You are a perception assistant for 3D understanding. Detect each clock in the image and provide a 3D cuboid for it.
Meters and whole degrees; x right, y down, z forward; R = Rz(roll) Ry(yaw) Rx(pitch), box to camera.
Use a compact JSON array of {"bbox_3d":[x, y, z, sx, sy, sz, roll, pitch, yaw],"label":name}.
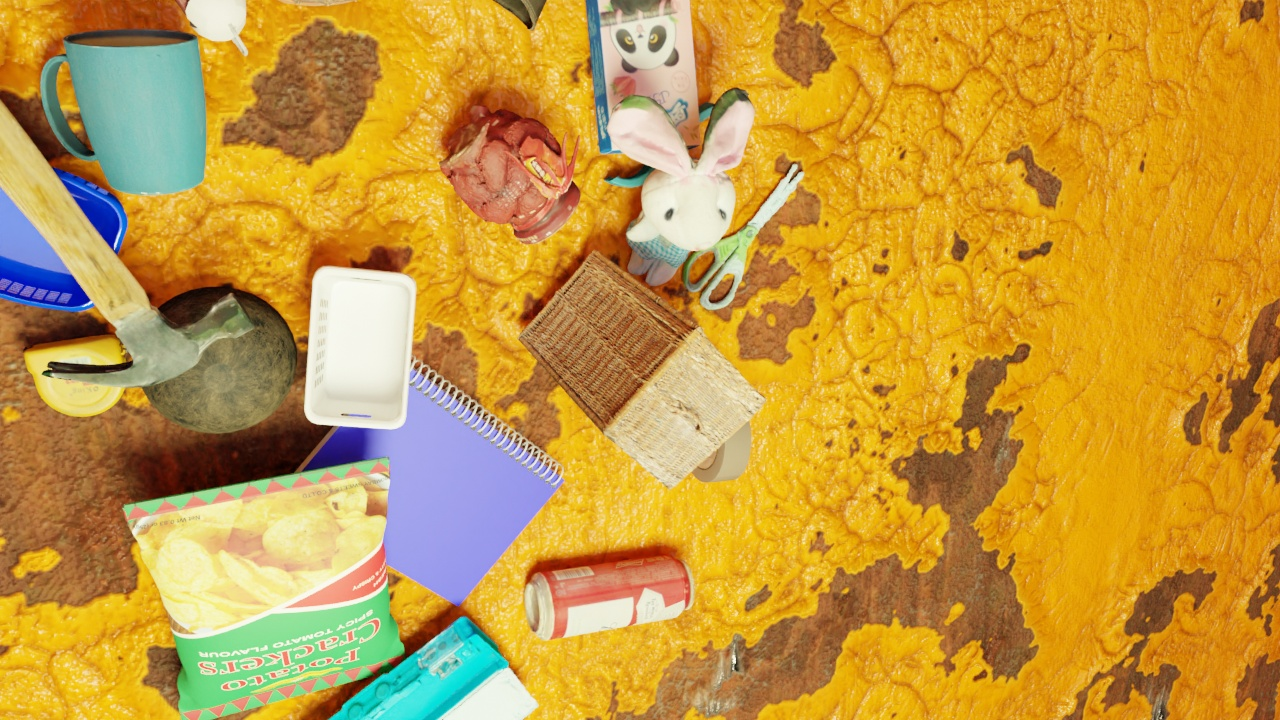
[{"bbox_3d":[-0.311,-0.271,0.637,0.044,0.087,0.124,-36,114,-12],"label":"clock"}]

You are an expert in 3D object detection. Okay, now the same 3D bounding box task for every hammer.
[{"bbox_3d":[-0.409,-0.123,0.603,0.132,0.033,0.331,-32,116,-12],"label":"hammer"}]

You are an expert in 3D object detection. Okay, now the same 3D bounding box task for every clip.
[{"bbox_3d":[0.022,-0.182,0.857,0.126,0.028,0.113,-8,104,-21],"label":"clip"}]

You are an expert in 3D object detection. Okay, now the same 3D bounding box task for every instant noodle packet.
[{"bbox_3d":[-0.306,0.202,0.784,0.195,0.090,0.253,-9,124,-22],"label":"instant noodle packet"}]

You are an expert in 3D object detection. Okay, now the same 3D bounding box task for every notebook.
[{"bbox_3d":[-0.194,0.114,0.854,0.209,0.022,0.171,41,88,-29],"label":"notebook"}]

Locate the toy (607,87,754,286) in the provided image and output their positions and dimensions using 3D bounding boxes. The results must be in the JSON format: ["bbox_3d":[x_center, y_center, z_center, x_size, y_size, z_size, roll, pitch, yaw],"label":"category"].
[{"bbox_3d":[0.028,-0.126,0.804,0.131,0.105,0.206,-6,147,-19],"label":"toy"}]

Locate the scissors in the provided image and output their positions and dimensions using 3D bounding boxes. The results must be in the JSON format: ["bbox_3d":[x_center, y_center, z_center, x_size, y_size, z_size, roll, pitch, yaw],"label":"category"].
[{"bbox_3d":[0.107,-0.131,0.920,0.072,0.033,0.175,39,84,-27],"label":"scissors"}]

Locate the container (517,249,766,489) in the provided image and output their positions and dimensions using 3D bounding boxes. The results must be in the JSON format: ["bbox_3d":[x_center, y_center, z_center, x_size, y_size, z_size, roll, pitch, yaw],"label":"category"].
[{"bbox_3d":[-0.005,0.005,0.806,0.112,0.198,0.114,-46,131,-1],"label":"container"}]

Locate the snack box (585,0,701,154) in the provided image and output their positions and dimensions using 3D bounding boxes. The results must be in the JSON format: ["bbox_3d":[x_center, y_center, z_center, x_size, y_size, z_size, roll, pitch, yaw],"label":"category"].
[{"bbox_3d":[0.002,-0.261,0.803,0.087,0.033,0.154,-9,100,-20],"label":"snack box"}]

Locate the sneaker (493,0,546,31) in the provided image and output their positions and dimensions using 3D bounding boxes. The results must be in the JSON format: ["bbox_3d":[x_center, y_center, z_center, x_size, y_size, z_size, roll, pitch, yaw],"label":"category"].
[{"bbox_3d":[-0.130,-0.369,0.690,0.234,0.095,0.120,38,86,-37],"label":"sneaker"}]

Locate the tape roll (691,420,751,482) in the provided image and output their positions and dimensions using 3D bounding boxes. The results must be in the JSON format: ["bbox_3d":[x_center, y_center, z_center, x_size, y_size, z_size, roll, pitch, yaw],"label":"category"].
[{"bbox_3d":[0.075,0.075,0.925,0.030,0.094,0.094,-2,107,-25],"label":"tape roll"}]

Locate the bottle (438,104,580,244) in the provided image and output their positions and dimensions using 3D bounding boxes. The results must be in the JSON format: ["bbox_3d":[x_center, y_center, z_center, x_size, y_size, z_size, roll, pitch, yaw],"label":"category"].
[{"bbox_3d":[-0.104,-0.159,0.765,0.099,0.099,0.111,-48,124,-5],"label":"bottle"}]

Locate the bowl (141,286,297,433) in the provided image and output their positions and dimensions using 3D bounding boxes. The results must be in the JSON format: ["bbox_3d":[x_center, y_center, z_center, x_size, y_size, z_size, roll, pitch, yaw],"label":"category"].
[{"bbox_3d":[-0.336,0.006,0.731,0.121,0.056,0.121,-8,109,-23],"label":"bowl"}]

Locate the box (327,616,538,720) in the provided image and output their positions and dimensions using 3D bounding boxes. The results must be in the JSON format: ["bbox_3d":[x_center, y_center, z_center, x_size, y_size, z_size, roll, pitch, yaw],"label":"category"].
[{"bbox_3d":[-0.220,0.372,0.899,0.227,0.074,0.181,-37,118,-10],"label":"box"}]

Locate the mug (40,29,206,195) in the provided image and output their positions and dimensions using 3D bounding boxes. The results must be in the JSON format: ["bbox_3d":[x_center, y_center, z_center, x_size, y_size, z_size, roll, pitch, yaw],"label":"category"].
[{"bbox_3d":[-0.366,-0.177,0.653,0.112,0.084,0.104,4,117,3],"label":"mug"}]

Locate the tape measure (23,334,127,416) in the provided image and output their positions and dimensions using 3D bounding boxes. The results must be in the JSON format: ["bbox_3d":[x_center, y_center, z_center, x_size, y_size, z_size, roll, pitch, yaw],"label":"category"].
[{"bbox_3d":[-0.427,0.012,0.705,0.068,0.030,0.059,-11,111,-19],"label":"tape measure"}]

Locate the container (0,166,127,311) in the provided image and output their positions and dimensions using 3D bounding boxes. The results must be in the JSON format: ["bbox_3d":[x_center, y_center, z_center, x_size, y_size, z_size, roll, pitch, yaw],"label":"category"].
[{"bbox_3d":[-0.434,-0.094,0.652,0.114,0.058,0.096,20,97,-29],"label":"container"}]

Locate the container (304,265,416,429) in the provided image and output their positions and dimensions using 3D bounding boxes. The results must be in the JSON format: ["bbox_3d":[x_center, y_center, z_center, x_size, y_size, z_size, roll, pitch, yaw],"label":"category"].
[{"bbox_3d":[-0.231,-0.012,0.764,0.080,0.049,0.129,5,96,-10],"label":"container"}]

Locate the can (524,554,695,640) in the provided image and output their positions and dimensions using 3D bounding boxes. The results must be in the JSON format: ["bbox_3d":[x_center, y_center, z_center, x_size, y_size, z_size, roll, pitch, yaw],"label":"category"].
[{"bbox_3d":[-0.031,0.242,0.944,0.170,0.067,0.067,-3,107,-25],"label":"can"}]

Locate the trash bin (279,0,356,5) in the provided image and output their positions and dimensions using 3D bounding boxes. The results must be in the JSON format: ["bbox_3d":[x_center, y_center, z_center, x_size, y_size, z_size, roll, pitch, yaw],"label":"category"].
[{"bbox_3d":[-0.209,-0.315,0.600,0.151,0.210,0.151,-8,110,-23],"label":"trash bin"}]
